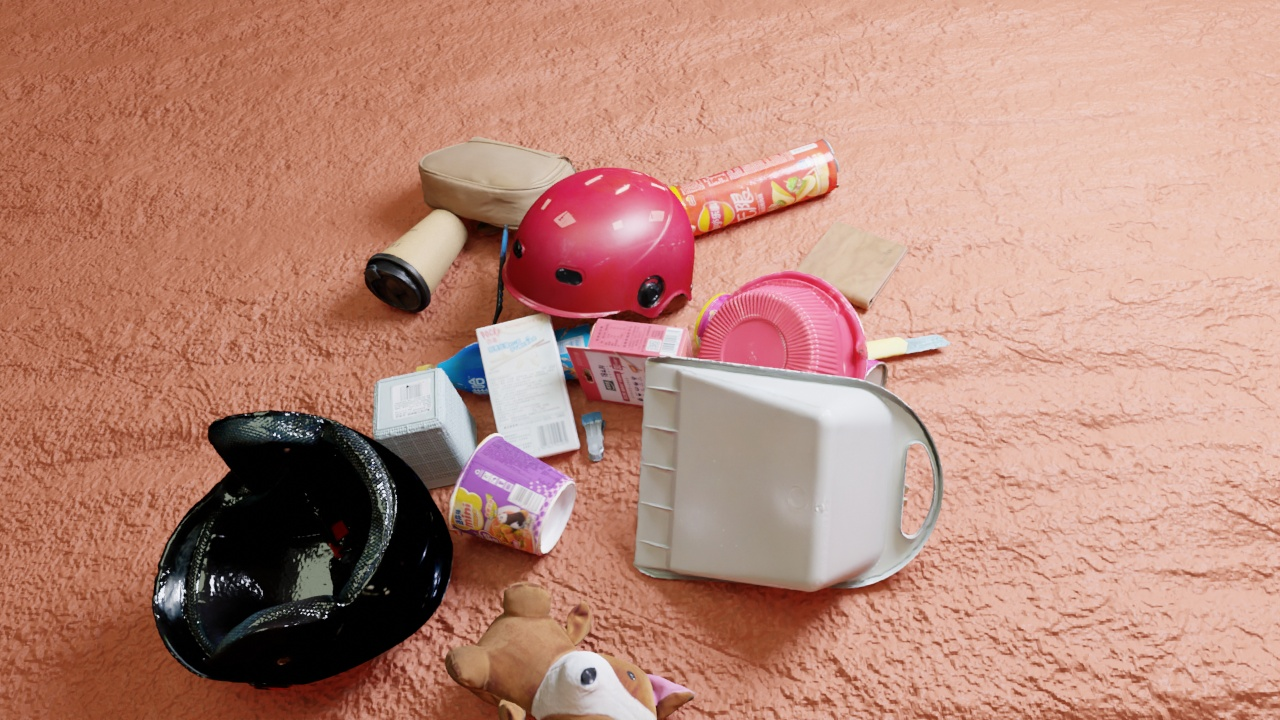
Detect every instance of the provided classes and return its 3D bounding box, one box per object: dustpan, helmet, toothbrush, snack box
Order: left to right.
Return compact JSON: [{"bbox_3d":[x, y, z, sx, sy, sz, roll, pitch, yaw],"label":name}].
[{"bbox_3d":[-0.317,0.187,0.868,0.275,0.230,0.233,-26,57,19],"label":"helmet"},{"bbox_3d":[-0.173,-0.086,1.147,0.016,0.014,0.189,-1,70,10],"label":"toothbrush"},{"bbox_3d":[-0.125,0.032,1.023,0.085,0.027,0.156,-13,85,2],"label":"snack box"},{"bbox_3d":[-0.043,-0.148,1.074,0.207,0.144,0.239,30,32,29],"label":"helmet"},{"bbox_3d":[-0.006,0.006,1.014,0.127,0.113,0.044,7,58,16],"label":"snack box"},{"bbox_3d":[0.142,0.115,0.887,0.258,0.142,0.223,8,97,40],"label":"dustpan"}]

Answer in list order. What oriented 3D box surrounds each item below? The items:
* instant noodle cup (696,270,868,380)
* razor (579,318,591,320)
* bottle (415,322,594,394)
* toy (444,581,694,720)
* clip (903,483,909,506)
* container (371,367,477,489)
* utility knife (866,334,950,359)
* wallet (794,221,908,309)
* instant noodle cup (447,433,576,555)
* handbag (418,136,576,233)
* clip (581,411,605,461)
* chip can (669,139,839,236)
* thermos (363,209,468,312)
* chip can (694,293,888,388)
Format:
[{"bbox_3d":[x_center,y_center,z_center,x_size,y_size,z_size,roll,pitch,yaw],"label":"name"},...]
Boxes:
[{"bbox_3d":[0.130,-0.002,0.942,0.194,0.065,0.193,-5,82,35],"label":"instant noodle cup"},{"bbox_3d":[-0.068,-0.067,1.103,0.043,0.028,0.132,-9,18,-4],"label":"razor"},{"bbox_3d":[-0.154,0.005,1.075,0.219,0.065,0.065,-10,52,4],"label":"bottle"},{"bbox_3d":[-0.063,0.287,0.816,0.199,0.131,0.139,32,58,19],"label":"toy"},{"bbox_3d":[0.218,0.116,0.940,0.103,0.035,0.092,-8,53,-1],"label":"clip"},{"bbox_3d":[-0.238,0.075,1.007,0.090,0.112,0.089,-12,53,1],"label":"container"},{"bbox_3d":[0.248,-0.008,1.036,0.196,0.020,0.030,-14,54,9],"label":"utility knife"},{"bbox_3d":[0.257,-0.119,1.120,0.101,0.020,0.115,25,59,24],"label":"wallet"},{"bbox_3d":[-0.127,0.144,0.945,0.099,0.112,0.111,21,59,13],"label":"instant noodle cup"},{"bbox_3d":[-0.192,-0.236,1.244,0.205,0.100,0.147,18,41,23],"label":"handbag"},{"bbox_3d":[-0.051,0.086,1.024,0.026,0.039,0.058,-10,51,1],"label":"clip"},{"bbox_3d":[0.144,-0.221,1.184,0.216,0.073,0.073,-20,52,-4],"label":"chip can"},{"bbox_3d":[-0.287,-0.131,1.191,0.093,0.093,0.142,14,50,20],"label":"thermos"},{"bbox_3d":[0.161,-0.006,1.003,0.211,0.071,0.071,27,62,35],"label":"chip can"}]
